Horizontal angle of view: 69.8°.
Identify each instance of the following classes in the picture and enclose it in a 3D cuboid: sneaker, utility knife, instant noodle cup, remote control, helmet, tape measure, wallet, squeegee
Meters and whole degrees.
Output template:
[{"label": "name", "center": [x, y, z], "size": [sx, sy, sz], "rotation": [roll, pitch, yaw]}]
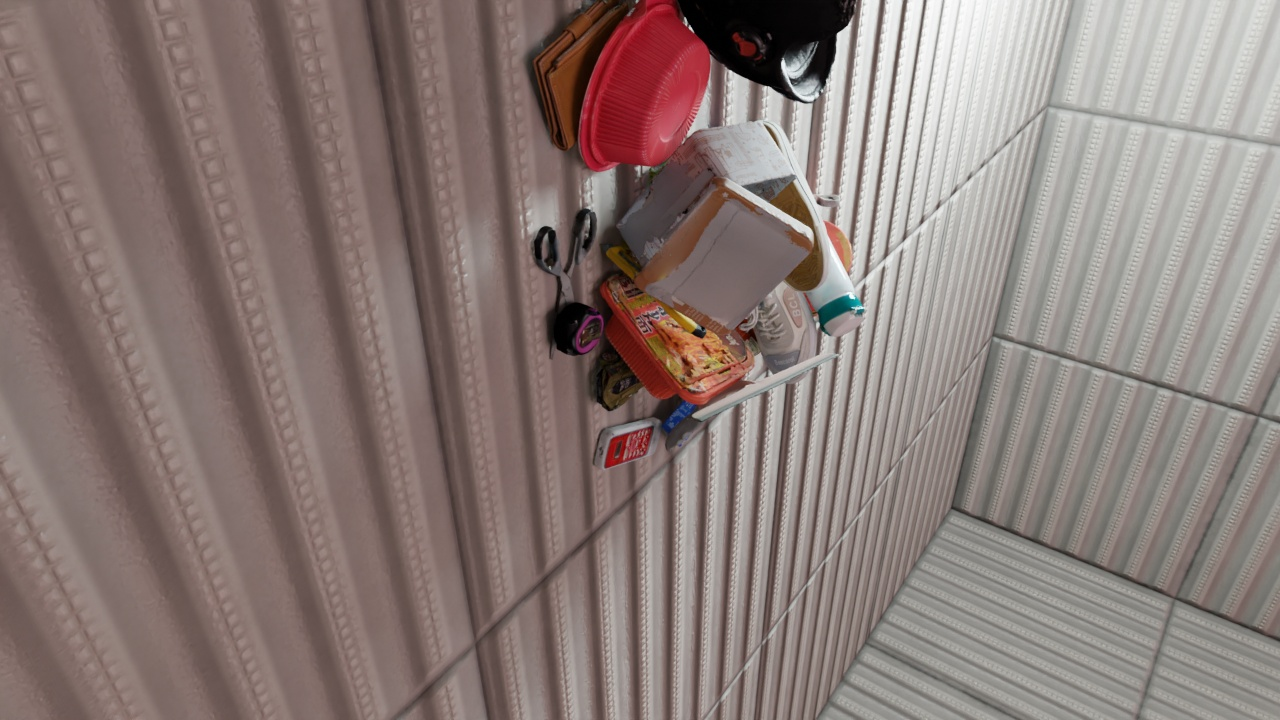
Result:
[{"label": "sneaker", "center": [0.185, -0.078, 1.304], "size": [0.090, 0.090, 0.242], "rotation": [-28, 102, -59]}, {"label": "utility knife", "center": [0.017, -0.084, 1.069], "size": [0.015, 0.164, 0.033], "rotation": [-42, -167, 35]}, {"label": "instant noodle cup", "center": [0.014, -0.274, 0.946], "size": [0.193, 0.066, 0.194], "rotation": [-53, 162, -25]}, {"label": "remote control", "center": [-0.014, 0.112, 1.244], "size": [0.135, 0.020, 0.056], "rotation": [-8, 114, -57]}, {"label": "sneaker", "center": [0.209, -0.213, 1.252], "size": [0.087, 0.119, 0.241], "rotation": [-20, 90, -50]}, {"label": "helmet", "center": [0.144, -0.412, 0.955], "size": [0.232, 0.230, 0.275], "rotation": [-53, 152, -39]}, {"label": "instant noodle cup", "center": [0.039, -0.028, 1.120], "size": [0.164, 0.189, 0.079], "rotation": [-26, 164, -49]}, {"label": "tape measure", "center": [-0.068, -0.035, 1.025], "size": [0.057, 0.039, 0.057], "rotation": [-37, 142, -43]}, {"label": "wallet", "center": [-0.051, -0.292, 0.905], "size": [0.130, 0.035, 0.119], "rotation": [-52, 148, -27]}, {"label": "squeegee", "center": [0.092, 0.064, 1.180], "size": [0.247, 0.040, 0.250], "rotation": [-22, 169, -37]}, {"label": "instant noodle cup", "center": [0.262, -0.137, 1.432], "size": [0.137, 0.138, 0.108], "rotation": [-61, 158, -13]}]

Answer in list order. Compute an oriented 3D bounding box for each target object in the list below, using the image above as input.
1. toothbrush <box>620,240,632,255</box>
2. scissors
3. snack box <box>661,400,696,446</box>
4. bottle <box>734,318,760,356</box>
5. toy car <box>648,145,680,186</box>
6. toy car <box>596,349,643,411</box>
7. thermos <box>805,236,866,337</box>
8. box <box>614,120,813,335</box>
[{"label": "toothbrush", "center": [0.034, -0.176, 1.142], "size": [0.189, 0.016, 0.017], "rotation": [-41, 147, -40]}, {"label": "scissors", "center": [-0.083, -0.088, 1.013], "size": [0.159, 0.014, 0.175], "rotation": [-61, 152, -9]}, {"label": "snack box", "center": [0.094, 0.052, 1.321], "size": [0.157, 0.026, 0.084], "rotation": [-48, 163, -5]}, {"label": "bottle", "center": [0.120, -0.041, 1.325], "size": [0.205, 0.060, 0.060], "rotation": [11, 99, -60]}, {"label": "toy car", "center": [0.043, -0.225, 1.106], "size": [0.091, 0.036, 0.043], "rotation": [-43, 143, -32]}, {"label": "toy car", "center": [-0.007, 0.007, 1.170], "size": [0.157, 0.042, 0.070], "rotation": [-39, 140, -45]}, {"label": "thermos", "center": [0.253, -0.141, 1.334], "size": [0.073, 0.224, 0.073], "rotation": [-21, 164, -6]}, {"label": "box", "center": [0.092, -0.137, 1.017], "size": [0.153, 0.181, 0.183], "rotation": [-24, 167, -43]}]
